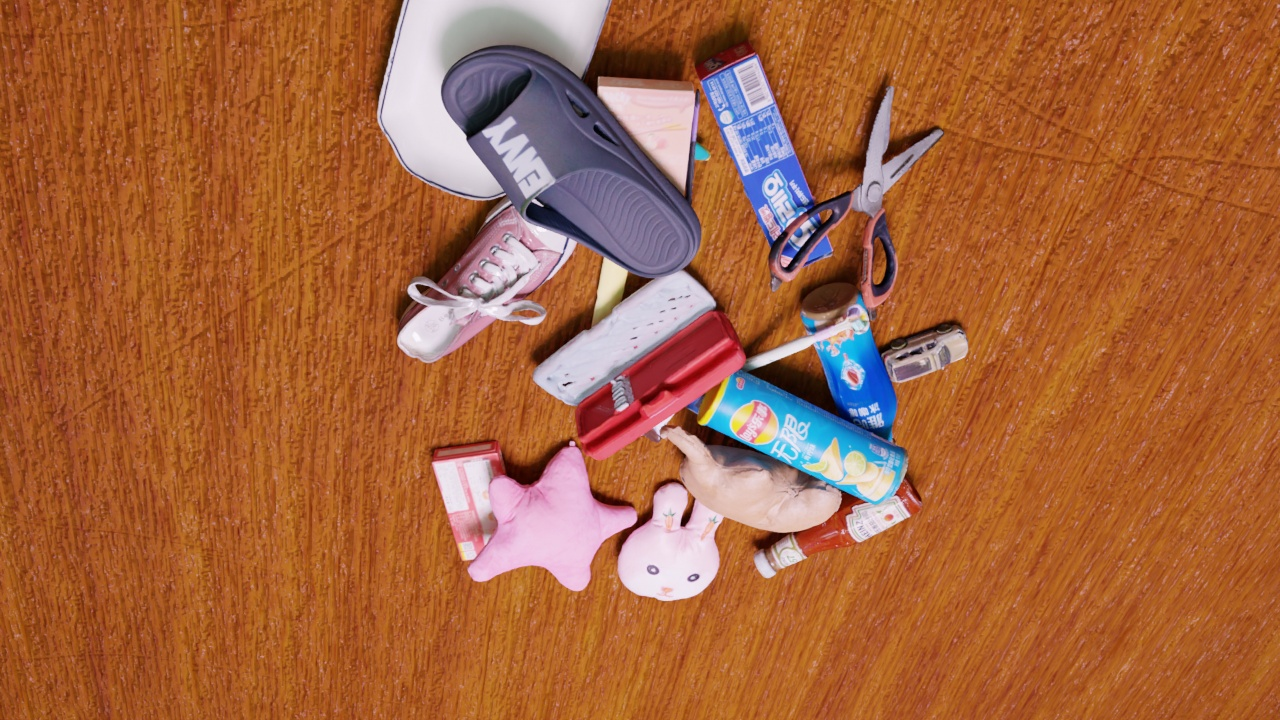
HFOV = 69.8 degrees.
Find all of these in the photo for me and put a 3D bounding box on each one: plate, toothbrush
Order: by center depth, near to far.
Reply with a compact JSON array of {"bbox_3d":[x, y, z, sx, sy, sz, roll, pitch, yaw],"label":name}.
[{"bbox_3d":[-0.128,-0.269,0.799,0.162,0.034,0.266,18,119,-12],"label":"plate"},{"bbox_3d":[0.048,-0.167,0.857,0.016,0.014,0.189,-7,136,-11],"label":"toothbrush"},{"bbox_3d":[0.150,-0.013,0.925,0.020,0.029,0.190,-7,168,-42],"label":"toothbrush"}]

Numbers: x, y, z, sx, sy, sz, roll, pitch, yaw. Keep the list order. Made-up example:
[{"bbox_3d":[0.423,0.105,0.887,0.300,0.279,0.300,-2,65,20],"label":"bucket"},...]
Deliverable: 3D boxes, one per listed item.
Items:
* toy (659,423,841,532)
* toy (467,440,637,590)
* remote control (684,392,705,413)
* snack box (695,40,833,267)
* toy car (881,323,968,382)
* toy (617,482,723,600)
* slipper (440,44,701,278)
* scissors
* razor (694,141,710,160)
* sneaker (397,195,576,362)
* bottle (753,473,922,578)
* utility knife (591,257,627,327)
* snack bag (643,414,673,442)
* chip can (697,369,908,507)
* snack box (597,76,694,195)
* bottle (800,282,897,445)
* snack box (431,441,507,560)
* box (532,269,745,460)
[{"bbox_3d":[0.105,0.130,1.002,0.226,0.082,0.144,20,151,-21],"label":"toy"},{"bbox_3d":[-0.091,0.178,1.043,0.194,0.074,0.178,13,100,-30],"label":"toy"},{"bbox_3d":[0.109,0.056,1.009,0.125,0.024,0.049,29,116,-14],"label":"remote control"},{"bbox_3d":[0.116,-0.182,0.847,0.057,0.058,0.207,-23,119,10],"label":"snack box"},{"bbox_3d":[0.304,-0.006,0.975,0.090,0.035,0.042,-21,121,7],"label":"toy car"},{"bbox_3d":[0.040,0.219,1.091,0.121,0.054,0.160,12,112,-11],"label":"toy"},{"bbox_3d":[-0.055,-0.157,0.785,0.268,0.083,0.111,39,124,-20],"label":"slipper"},{"bbox_3d":[0.203,-0.139,0.853,0.188,0.015,0.225,-10,111,-22],"label":"scissors"},{"bbox_3d":[0.001,-0.206,0.845,0.132,0.028,0.043,12,124,-8],"label":"razor"},{"bbox_3d":[-0.148,-0.073,0.884,0.241,0.087,0.118,-39,115,18],"label":"sneaker"},{"bbox_3d":[0.227,0.196,1.077,0.206,0.059,0.060,-32,117,15],"label":"bottle"},{"bbox_3d":[-0.033,-0.070,0.932,0.031,0.019,0.179,11,117,-4],"label":"utility knife"},{"bbox_3d":[0.029,0.043,0.995,0.045,0.026,0.105,39,118,3],"label":"snack bag"},{"bbox_3d":[0.167,0.078,0.952,0.210,0.071,0.071,26,117,-4],"label":"chip can"},{"bbox_3d":[0.000,-0.177,0.835,0.084,0.026,0.158,3,128,-3],"label":"snack box"},{"bbox_3d":[0.231,0.022,0.970,0.065,0.065,0.219,-22,119,10],"label":"bottle"},{"bbox_3d":[-0.186,0.165,1.061,0.075,0.025,0.153,-8,121,1],"label":"snack box"},{"bbox_3d":[-0.005,0.006,0.928,0.201,0.094,0.100,-36,133,18],"label":"box"}]
